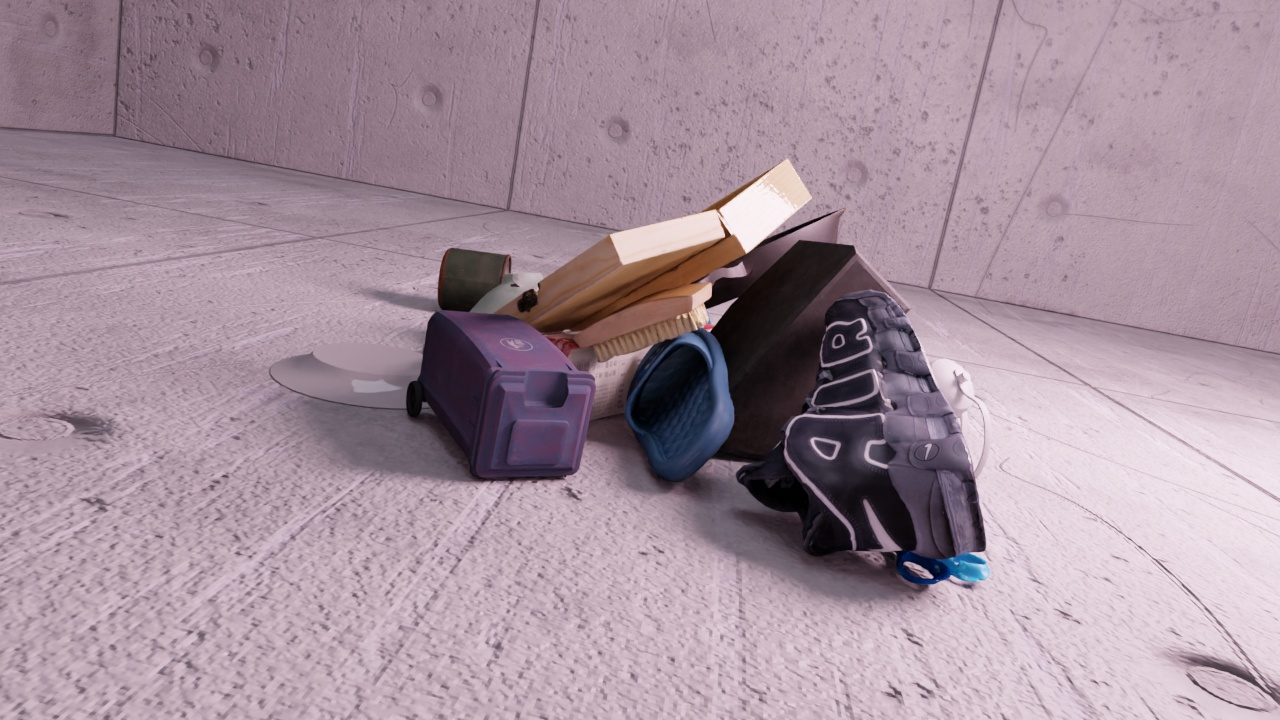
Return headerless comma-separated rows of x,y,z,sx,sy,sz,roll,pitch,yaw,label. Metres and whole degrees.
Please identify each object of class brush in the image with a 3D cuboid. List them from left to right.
0.005,-0.032,0.762,0.117,0.039,0.049,-20,7,28,brush

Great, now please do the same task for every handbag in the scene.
0.126,-0.013,0.861,0.102,0.197,0.199,41,3,-19,handbag

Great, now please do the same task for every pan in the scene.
0.108,-0.094,1.010,0.249,0.043,0.355,-21,6,23,pan

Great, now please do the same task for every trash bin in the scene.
-0.106,0.025,0.694,0.093,0.092,0.161,3,18,-31,trash bin

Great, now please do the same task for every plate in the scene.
-0.238,0.007,0.821,0.173,0.019,0.172,10,12,-2,plate

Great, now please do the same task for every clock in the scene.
0.232,0.056,0.768,0.061,0.120,0.159,4,5,-28,clock

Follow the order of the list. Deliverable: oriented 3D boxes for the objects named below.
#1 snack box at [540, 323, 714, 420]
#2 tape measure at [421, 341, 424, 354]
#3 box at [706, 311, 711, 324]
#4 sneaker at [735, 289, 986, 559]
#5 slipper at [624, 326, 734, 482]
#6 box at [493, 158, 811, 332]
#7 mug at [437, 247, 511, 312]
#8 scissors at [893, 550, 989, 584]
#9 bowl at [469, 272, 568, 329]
-0.005,0.005,0.891,0.044,0.077,0.272,14,13,33,snack box
-0.185,-0.007,0.932,0.064,0.017,0.064,-2,17,-44,tape measure
0.008,-0.064,1.222,0.166,0.075,0.244,1,16,-40,box
0.139,0.051,0.665,0.151,0.097,0.252,-15,36,7,sneaker
0.023,0.028,0.755,0.059,0.104,0.213,40,14,-19,slipper
-0.008,-0.081,0.835,0.256,0.076,0.248,-22,-3,-42,box
-0.213,-0.095,1.186,0.081,0.084,0.111,8,-19,-3,mug
0.174,0.125,0.641,0.073,0.016,0.134,-1,15,-33,scissors
-0.127,-0.061,1.003,0.174,0.068,0.174,-4,3,0,bowl
